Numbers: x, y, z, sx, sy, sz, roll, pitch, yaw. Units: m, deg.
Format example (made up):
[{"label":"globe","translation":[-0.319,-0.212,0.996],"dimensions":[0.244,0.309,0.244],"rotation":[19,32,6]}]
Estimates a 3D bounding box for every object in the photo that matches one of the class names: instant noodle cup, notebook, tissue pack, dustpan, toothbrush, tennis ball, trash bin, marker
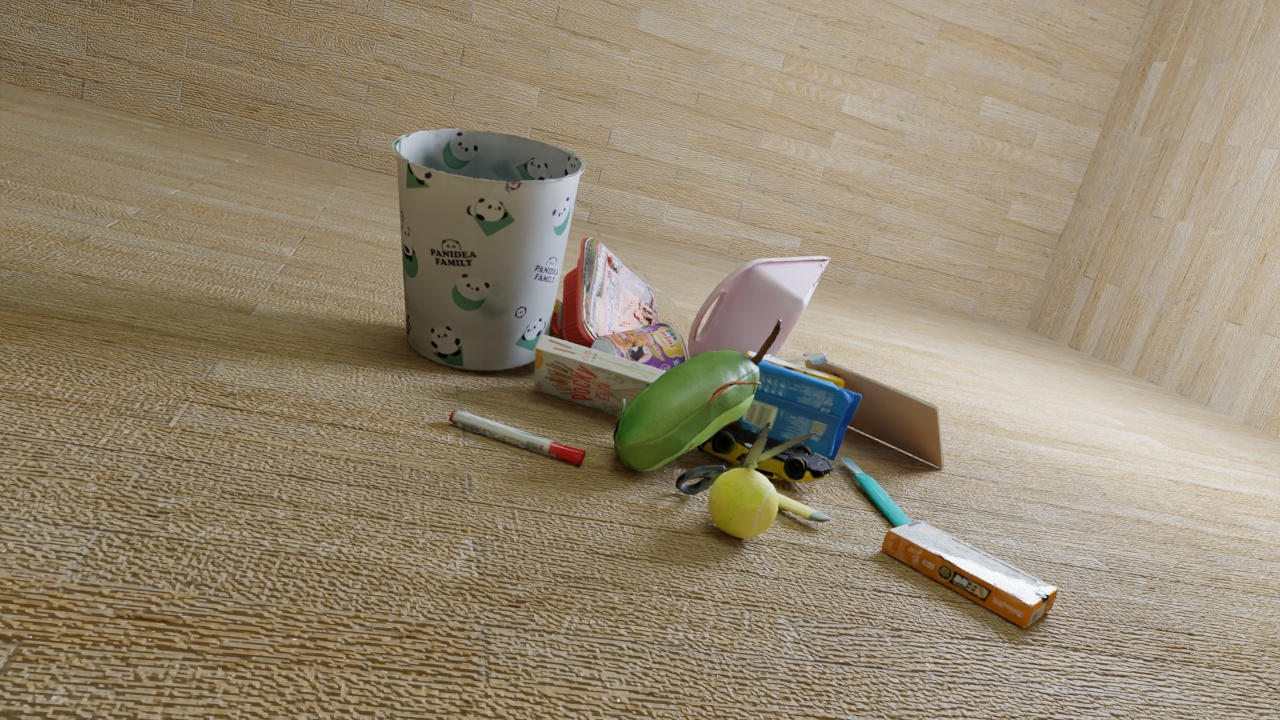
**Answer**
[{"label":"instant noodle cup","translation":[-0.046,-0.064,1.293],"dimensions":[0.079,0.164,0.188],"rotation":[-18,-34,30]},{"label":"notebook","translation":[0.327,0.069,1.289],"dimensions":[0.208,0.008,0.148],"rotation":[25,-26,36]},{"label":"tissue pack","translation":[0.181,0.057,1.119],"dimensions":[0.157,0.095,0.052],"rotation":[18,10,2]},{"label":"dustpan","translation":[0.184,-0.081,1.485],"dimensions":[0.139,0.223,0.272],"rotation":[29,23,6]},{"label":"instant noodle cup","translation":[-0.007,0.007,1.181],"dimensions":[0.099,0.112,0.111],"rotation":[-4,23,-34]},{"label":"toothbrush","translation":[0.160,0.007,1.315],"dimensions":[0.221,0.026,0.026],"rotation":[-7,39,30]},{"label":"tennis ball","translation":[0.097,0.134,0.863],"dimensions":[0.065,0.065,0.065],"rotation":[14,14,-4]},{"label":"trash bin","translation":[-0.196,-0.138,1.154],"dimensions":[0.229,0.252,0.229],"rotation":[7,26,-3]},{"label":"marker","translation":[-0.127,0.078,0.941],"dimensions":[0.145,0.017,0.017],"rotation":[17,14,7]}]

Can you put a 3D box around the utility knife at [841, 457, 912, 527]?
[{"label":"utility knife","translation":[0.278,0.157,1.077],"dimensions":[0.029,0.013,0.205],"rotation":[10,17,-12]}]

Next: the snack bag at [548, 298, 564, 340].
[{"label":"snack bag","translation":[-0.103,-0.052,1.365],"dimensions":[0.128,0.073,0.207],"rotation":[33,9,25]}]

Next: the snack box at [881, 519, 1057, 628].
[{"label":"snack box","translation":[0.323,0.206,0.906],"dimensions":[0.154,0.026,0.075],"rotation":[26,18,38]}]

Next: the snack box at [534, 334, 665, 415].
[{"label":"snack box","translation":[-0.051,0.024,1.103],"dimensions":[0.157,0.085,0.026],"rotation":[16,51,6]}]

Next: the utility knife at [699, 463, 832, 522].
[{"label":"utility knife","translation":[0.127,0.138,0.981],"dimensions":[0.165,0.018,0.030],"rotation":[27,14,34]}]

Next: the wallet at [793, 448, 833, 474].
[{"label":"wallet","translation":[0.182,0.107,1.164],"dimensions":[0.096,0.020,0.122],"rotation":[13,16,-11]}]

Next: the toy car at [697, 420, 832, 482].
[{"label":"toy car","translation":[0.142,0.109,1.058],"dimensions":[0.156,0.041,0.071],"rotation":[17,14,14]}]

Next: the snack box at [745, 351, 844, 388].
[{"label":"snack box","translation":[0.202,0.048,1.270],"dimensions":[0.140,0.087,0.033],"rotation":[16,14,1]}]

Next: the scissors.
[{"label":"scissors","translation":[0.102,0.103,0.886],"dimensions":[0.175,0.014,0.159],"rotation":[-13,-32,23]}]

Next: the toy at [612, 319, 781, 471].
[{"label":"toy","translation":[0.058,0.046,1.002],"dimensions":[0.246,0.228,0.090],"rotation":[-32,89,-37]}]
